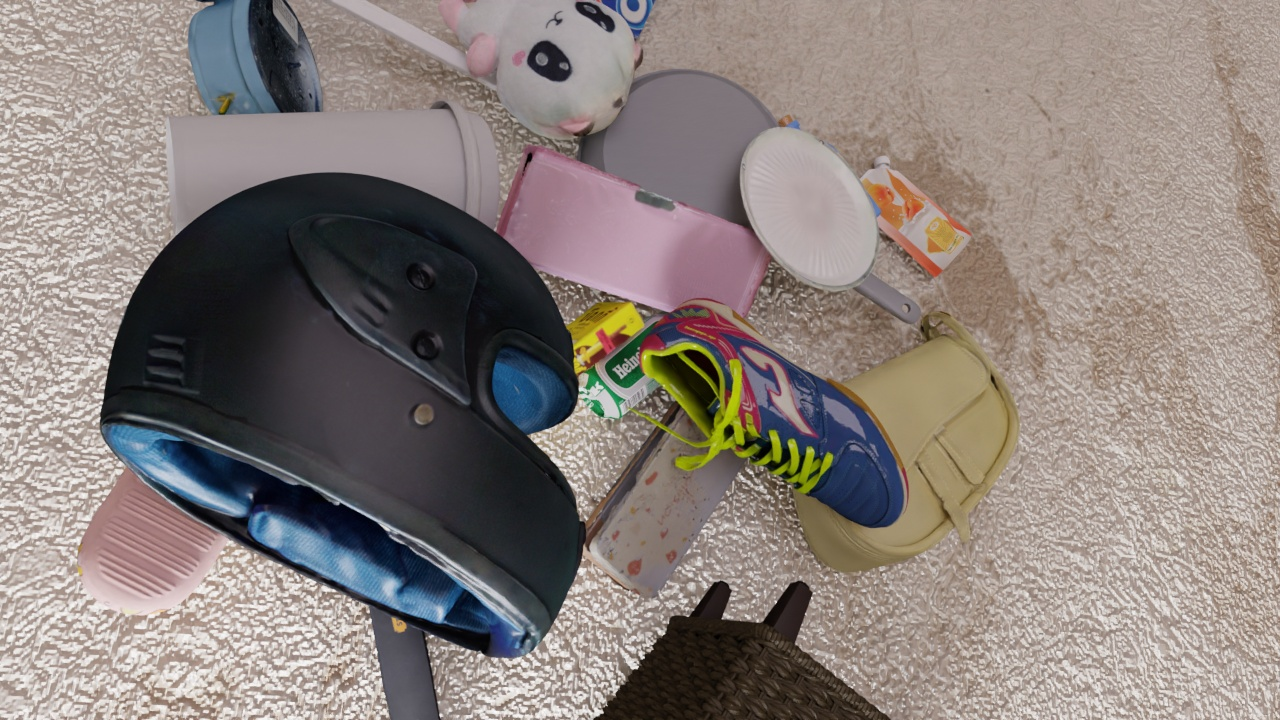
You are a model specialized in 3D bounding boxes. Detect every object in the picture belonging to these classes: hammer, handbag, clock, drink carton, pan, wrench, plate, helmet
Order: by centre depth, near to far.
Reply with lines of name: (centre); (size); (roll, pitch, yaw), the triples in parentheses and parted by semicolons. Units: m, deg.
helmet: (-0.157, 0.016, 0.595); (0.316, 0.250, 0.235); (30, 57, -9)
hammer: (-0.183, 0.176, 0.696); (0.139, 0.035, 0.312); (-13, 81, -17)
clock: (-0.303, -0.246, 0.726); (0.060, 0.118, 0.162); (-11, 73, 4)
wrench: (-0.186, -0.271, 0.781); (0.273, 0.009, 0.047); (22, 60, -28)
plate: (0.147, -0.131, 0.799); (0.156, 0.014, 0.156); (13, 64, -28)
handbag: (0.236, 0.070, 0.819); (0.232, 0.089, 0.191); (-24, 81, -20)
pan: (0.109, -0.137, 0.835); (0.356, 0.051, 0.200); (32, 79, 2)
drink carton: (0.266, -0.145, 0.914); (0.122, 0.039, 0.069); (42, 70, 4)

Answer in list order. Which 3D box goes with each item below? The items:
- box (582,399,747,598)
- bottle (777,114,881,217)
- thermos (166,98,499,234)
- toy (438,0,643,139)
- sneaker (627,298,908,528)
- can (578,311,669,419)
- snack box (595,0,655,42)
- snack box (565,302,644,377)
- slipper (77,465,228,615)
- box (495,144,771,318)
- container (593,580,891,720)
box: (0.035, 0.091, 0.775); (0.081, 0.063, 0.215); (40, 70, -8)
bottle: (0.175, -0.180, 0.884); (0.048, 0.048, 0.131); (-35, 88, -21)
thermos: (-0.230, -0.135, 0.691); (0.221, 0.132, 0.131); (-4, 77, -29)
toy: (-0.087, -0.267, 0.788); (0.179, 0.102, 0.138); (35, 67, -1)
sneaker: (0.097, 0.057, 0.713); (0.242, 0.117, 0.090); (40, 41, 7)
can: (-0.005, 0.005, 0.781); (0.101, 0.053, 0.053); (-40, 90, -21)
snack box: (0.002, -0.393, 0.884); (0.059, 0.060, 0.226); (27, 70, -13)
snack box: (-0.070, 0.002, 0.757); (0.148, 0.061, 0.025); (-38, 110, -21)
slipper: (-0.324, 0.092, 0.652); (0.093, 0.082, 0.196); (33, 45, -24)
box: (-0.001, -0.094, 0.747); (0.232, 0.037, 0.098); (14, 105, -28)
container: (0.130, 0.320, 0.662); (0.321, 0.177, 0.204); (39, 66, -10)
